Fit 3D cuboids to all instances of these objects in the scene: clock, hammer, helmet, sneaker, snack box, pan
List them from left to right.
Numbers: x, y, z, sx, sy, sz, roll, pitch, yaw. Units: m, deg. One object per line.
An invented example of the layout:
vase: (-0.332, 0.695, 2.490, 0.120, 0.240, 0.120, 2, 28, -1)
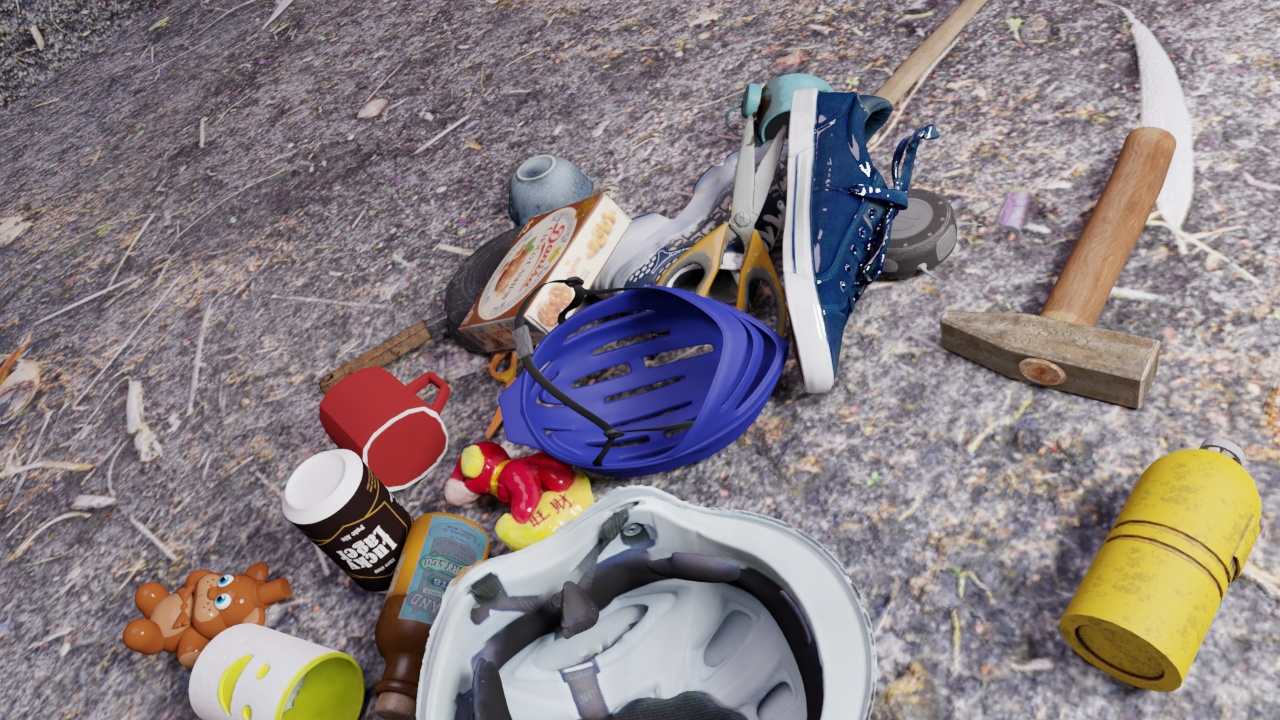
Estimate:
pan: (-0.193, -0.055, 0.990, 0.357, 0.040, 0.207, -27, 40, -5)
snack box: (-0.093, -0.080, 0.866, 0.147, 0.041, 0.143, -4, 51, 55)
helmet: (-0.005, 0.004, 0.719, 0.242, 0.228, 0.147, -18, 70, 7)
helmet: (0.010, 0.215, 0.554, 0.264, 0.164, 0.236, -22, 47, -6)
sneaker: (0.088, -0.108, 0.893, 0.269, 0.103, 0.132, -32, 58, -6)
clock: (0.154, -0.265, 1.003, 0.124, 0.090, 0.053, -5, 56, 19)
sneaker: (0.187, -0.112, 0.793, 0.127, 0.121, 0.294, 2, 68, 14)
clock: (0.241, -0.117, 0.852, 0.123, 0.044, 0.091, 25, 65, 42)
hammer: (0.348, -0.369, 1.066, 0.119, 0.031, 0.330, 25, 65, 40)
hammer: (0.383, -0.099, 0.775, 0.158, 0.037, 0.300, 17, 57, 36)

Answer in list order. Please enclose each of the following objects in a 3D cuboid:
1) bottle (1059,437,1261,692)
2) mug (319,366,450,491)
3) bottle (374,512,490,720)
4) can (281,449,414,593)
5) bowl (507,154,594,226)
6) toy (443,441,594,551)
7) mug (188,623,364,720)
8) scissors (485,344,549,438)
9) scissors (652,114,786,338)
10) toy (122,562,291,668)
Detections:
bottle: (0.332, 0.116, 0.569, 0.071, 0.071, 0.163, 23, 61, 38)
mug: (-0.233, 0.055, 0.880, 0.116, 0.080, 0.096, -37, 44, -22)
bottle: (-0.168, 0.201, 0.716, 0.068, 0.068, 0.156, -6, 46, 19)
can: (-0.235, 0.136, 0.765, 0.072, 0.129, 0.071, -13, 45, 13)
bowl: (-0.115, -0.209, 1.096, 0.110, 0.055, 0.110, -12, 44, 12)
toy: (-0.099, 0.107, 0.783, 0.137, 0.067, 0.105, 23, 54, 29)
mug: (-0.279, 0.255, 0.707, 0.106, 0.082, 0.082, 6, 51, 30)
scissors: (-0.114, 0.027, 0.900, 0.084, 0.012, 0.132, -16, 43, 12)
scissors: (0.076, -0.112, 0.834, 0.166, 0.016, 0.225, 0, 87, 3)
toy: (-0.375, 0.216, 0.803, 0.128, 0.065, 0.094, -18, 47, 0)
